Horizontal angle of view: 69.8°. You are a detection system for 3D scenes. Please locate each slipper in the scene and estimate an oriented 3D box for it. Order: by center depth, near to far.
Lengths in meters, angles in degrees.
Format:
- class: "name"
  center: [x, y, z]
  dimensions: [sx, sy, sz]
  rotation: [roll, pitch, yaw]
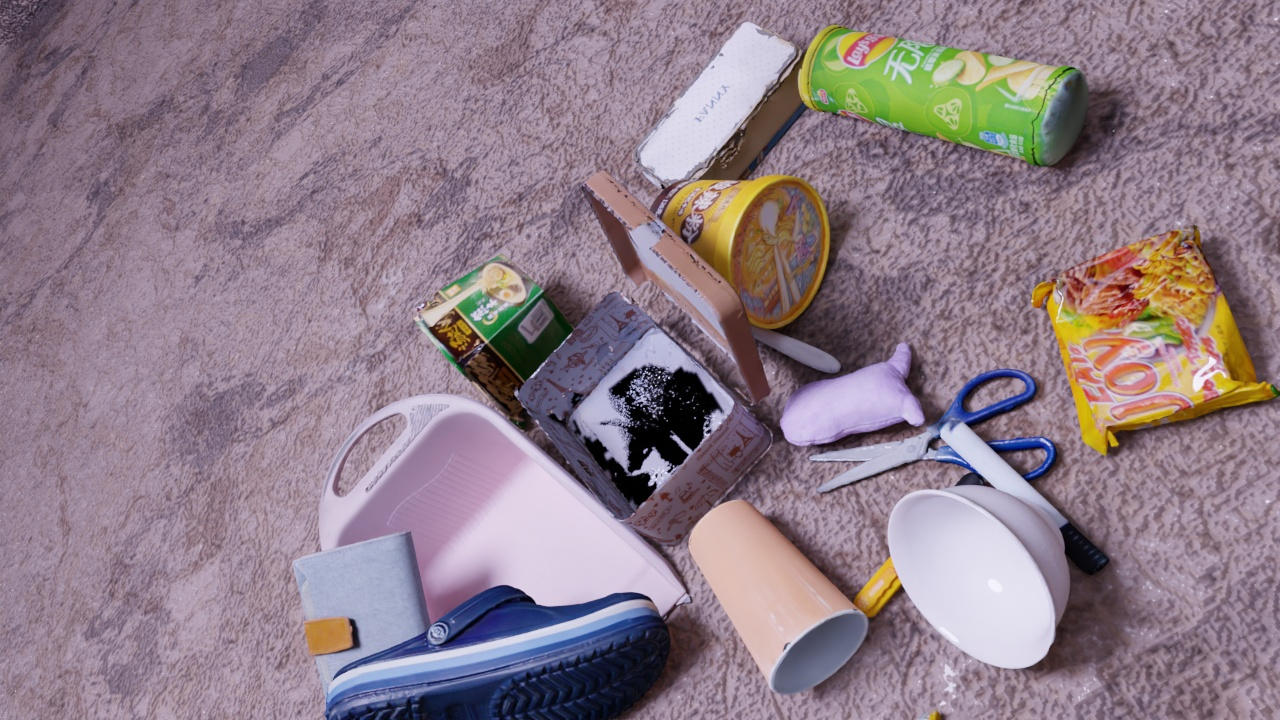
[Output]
- class: "slipper"
  center: [-0.104, 0.222, 0.681]
  dimensions: [0.253, 0.105, 0.095]
  rotation: [-13, 44, -2]

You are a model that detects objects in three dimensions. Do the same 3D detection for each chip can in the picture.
- class: "chip can"
  center: [0.231, -0.210, 0.717]
  dimensions: [0.221, 0.072, 0.072]
  rotation: [28, 85, 39]

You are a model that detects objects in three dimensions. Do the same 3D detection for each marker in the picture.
- class: "marker"
  center: [0.242, 0.084, 0.589]
  dimensions: [0.130, 0.022, 0.018]
  rotation: [48, 118, 28]
- class: "marker"
  center: [0.187, 0.124, 0.617]
  dimensions: [0.124, 0.015, 0.018]
  rotation: [-51, 54, 8]

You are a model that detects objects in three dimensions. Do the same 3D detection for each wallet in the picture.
- class: "wallet"
  center: [-0.220, 0.211, 0.732]
  dimensions: [0.107, 0.037, 0.129]
  rotation: [-15, 85, 11]

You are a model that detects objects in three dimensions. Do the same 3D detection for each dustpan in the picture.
- class: "dustpan"
  center: [-0.139, 0.164, 0.740]
  dimensions: [0.222, 0.138, 0.273]
  rotation: [-50, 51, 3]

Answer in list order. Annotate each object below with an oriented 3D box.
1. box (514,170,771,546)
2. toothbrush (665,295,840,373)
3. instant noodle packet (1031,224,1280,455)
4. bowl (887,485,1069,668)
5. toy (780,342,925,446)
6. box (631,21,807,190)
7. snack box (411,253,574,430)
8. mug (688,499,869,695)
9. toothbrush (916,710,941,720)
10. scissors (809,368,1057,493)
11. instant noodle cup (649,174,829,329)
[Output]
- class: "box"
  center: [-0.014, 0.013, 0.702]
  dimensions: [0.156, 0.227, 0.180]
  rotation: [-37, 53, -8]
- class: "toothbrush"
  center: [0.090, -0.026, 0.761]
  dimensions: [0.180, 0.016, 0.016]
  rotation: [28, 87, 37]
- class: "instant noodle packet"
  center: [0.320, -0.013, 0.584]
  dimensions: [0.111, 0.044, 0.128]
  rotation: [-23, 58, 28]
- class: "bowl"
  center: [0.219, 0.119, 0.564]
  dimensions: [0.064, 0.118, 0.118]
  rotation: [-26, 45, -27]
- class: "toy"
  center: [0.152, 0.029, 0.676]
  dimensions: [0.108, 0.039, 0.083]
  rotation: [-22, 34, 27]
- class: "box"
  center: [0.082, -0.223, 0.833]
  dimensions: [0.184, 0.059, 0.090]
  rotation: [-46, 52, 4]
- class: "snack box"
  center: [-0.126, -0.026, 0.847]
  dimensions: [0.105, 0.118, 0.117]
  rotation: [-44, 51, -5]
- class: "mug"
  center: [0.089, 0.158, 0.638]
  dimensions: [0.078, 0.078, 0.122]
  rotation: [-46, 46, 6]
- class: "toothbrush"
  center: [0.174, 0.309, 0.543]
  dimensions: [0.018, 0.016, 0.191]
  rotation: [-15, 60, 40]
- class: "scissors"
  center: [0.204, 0.068, 0.642]
  dimensions: [0.171, 0.012, 0.141]
  rotation: [-46, 51, 9]
- class: "instant noodle cup"
  center: [0.073, -0.095, 0.744]
  dimensions: [0.114, 0.118, 0.118]
  rotation: [21, 80, 46]
